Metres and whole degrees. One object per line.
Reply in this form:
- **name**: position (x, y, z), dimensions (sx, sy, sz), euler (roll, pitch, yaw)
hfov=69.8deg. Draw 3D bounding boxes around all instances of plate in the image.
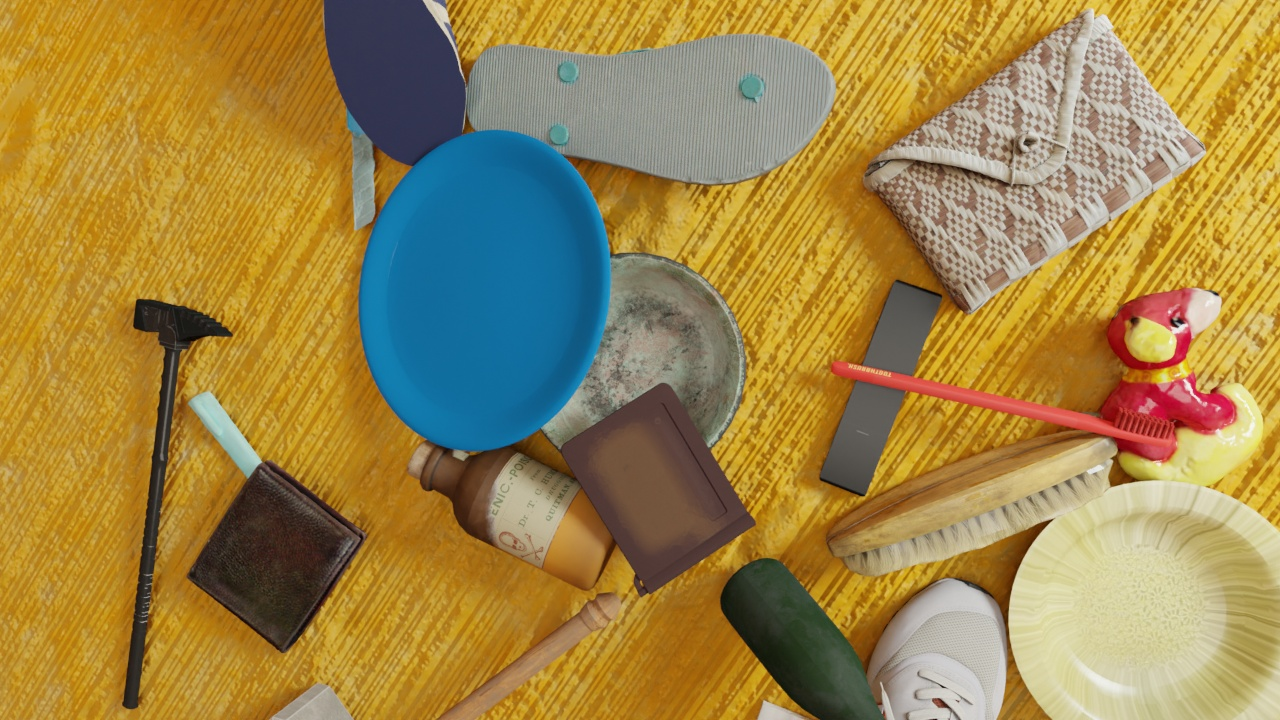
- **plate**: position (-0.111, -0.049, 0.648), dimensions (0.225, 0.024, 0.224), euler (-2, 86, 30)
- **plate**: position (0.336, 0.169, 0.608), dimensions (0.184, 0.036, 0.184), euler (0, 92, 8)

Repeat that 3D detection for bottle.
- **bottle**: position (0.116, 0.200, 0.580), dimensions (0.055, 0.174, 0.055), euler (-14, 124, -22)
- **bottle**: position (-0.091, 0.101, 0.654), dimensions (0.157, 0.067, 0.068), euler (24, 95, 7)

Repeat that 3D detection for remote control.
- **remote control**: position (0.167, 0.019, 0.641), dimensions (0.034, 0.013, 0.150), euler (21, 95, 11)

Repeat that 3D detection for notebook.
- **notebook**: position (0.164, 0.348, 0.653), dimensions (0.210, 0.009, 0.142), euler (19, 94, 7)

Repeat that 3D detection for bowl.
- **bowl**: position (-0.004, 0.004, 0.653), dimensions (0.157, 0.038, 0.157), euler (0, 92, 8)

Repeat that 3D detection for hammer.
- **hammer**: position (-0.139, 0.262, 0.658), dimensions (0.318, 0.083, 0.162), euler (-38, 86, 8)
- **hammer**: position (-0.376, 0.119, 0.717), dimensions (0.095, 0.015, 0.325), euler (12, 96, 25)

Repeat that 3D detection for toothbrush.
- **toothbrush**: position (0.231, 0.022, 0.599), dimensions (0.213, 0.012, 0.018), euler (13, 118, 18)

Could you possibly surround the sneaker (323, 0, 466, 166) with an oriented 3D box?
- **sneaker**: position (-0.180, -0.271, 0.661), dimensions (0.091, 0.118, 0.233), euler (-10, 125, -2)

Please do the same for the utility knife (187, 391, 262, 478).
- **utility knife**: position (-0.296, 0.090, 0.710), dimensions (0.022, 0.015, 0.166), euler (-41, 85, 20)

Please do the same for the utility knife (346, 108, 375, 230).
- **utility knife**: position (-0.211, -0.209, 0.690), dimensions (0.031, 0.015, 0.221), euler (-1, 88, 10)

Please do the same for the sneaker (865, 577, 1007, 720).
- **sneaker**: position (0.175, 0.259, 0.583), dimensions (0.089, 0.124, 0.239), euler (26, 89, 7)

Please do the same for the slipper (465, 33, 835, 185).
- **slipper**: position (0.003, -0.173, 0.648), dimensions (0.269, 0.054, 0.098), euler (6, 95, 19)

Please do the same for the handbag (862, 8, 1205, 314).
- **handbag**: position (0.256, -0.131, 0.607), dimensions (0.186, 0.047, 0.124), euler (-35, 87, 8)

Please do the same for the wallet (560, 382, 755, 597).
- **wallet**: position (0.010, 0.085, 0.613), dimensions (0.091, 0.018, 0.115), euler (-32, 89, -8)

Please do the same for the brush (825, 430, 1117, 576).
- **brush**: position (0.219, 0.096, 0.612), dimensions (0.195, 0.059, 0.043), euler (-24, 99, 12)

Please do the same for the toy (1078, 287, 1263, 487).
- **toy**: position (0.339, 0.024, 0.597), dimensions (0.106, 0.067, 0.137), euler (-19, 101, 11)

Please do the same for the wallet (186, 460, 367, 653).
- **wallet**: position (-0.277, 0.149, 0.699), dimensions (0.099, 0.031, 0.120), euler (36, 103, 3)
